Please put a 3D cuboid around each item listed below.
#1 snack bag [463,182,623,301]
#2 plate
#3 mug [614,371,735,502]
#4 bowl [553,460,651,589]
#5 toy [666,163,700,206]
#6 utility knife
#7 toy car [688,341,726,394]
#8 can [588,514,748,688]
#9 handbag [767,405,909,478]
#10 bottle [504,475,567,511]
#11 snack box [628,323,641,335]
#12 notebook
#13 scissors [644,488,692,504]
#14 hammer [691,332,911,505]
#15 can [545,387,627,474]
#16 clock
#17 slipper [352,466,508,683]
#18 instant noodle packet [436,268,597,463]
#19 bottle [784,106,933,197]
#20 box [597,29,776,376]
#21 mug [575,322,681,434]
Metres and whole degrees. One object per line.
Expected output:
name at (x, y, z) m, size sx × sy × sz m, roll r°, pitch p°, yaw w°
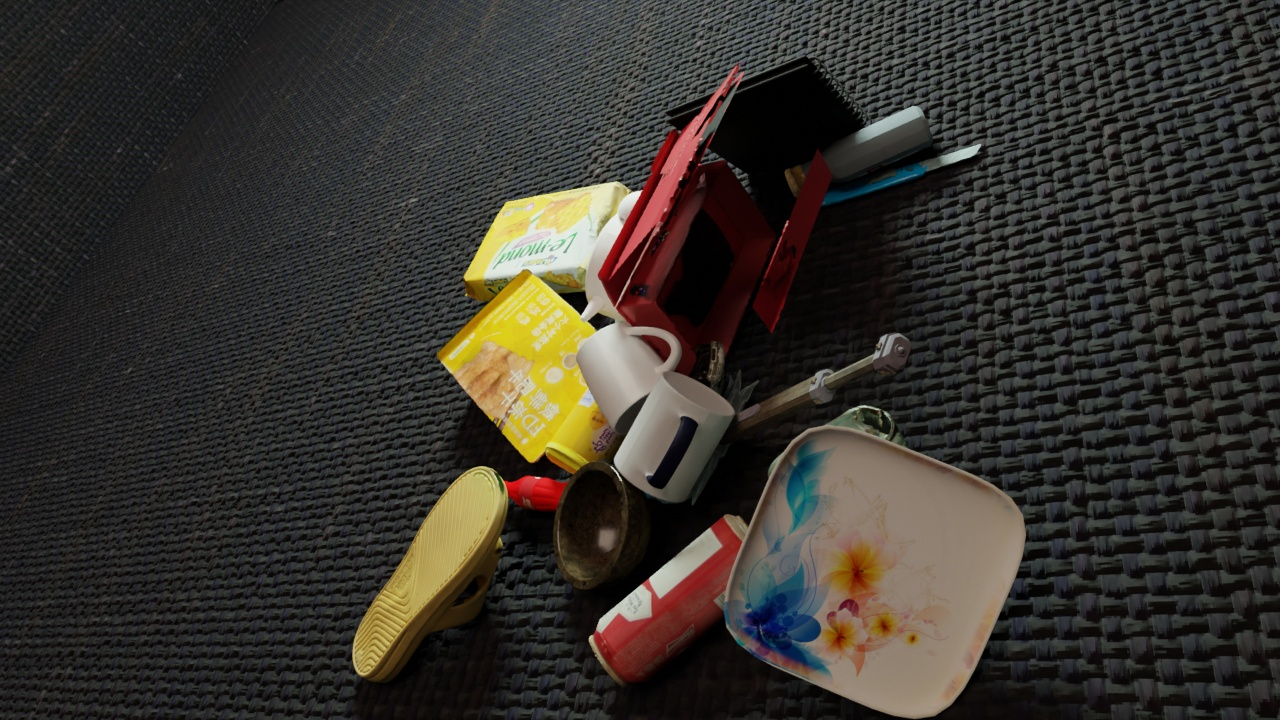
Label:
snack bag at (-0.125, -0.155, 1.252) m, size 0.248 × 0.068 × 0.159 m, roll -2°, pitch 54°, yaw 36°
plate at (0.168, 0.153, 0.673) m, size 0.187 × 0.016 × 0.187 m, roll 22°, pitch 95°, yaw 6°
mug at (0.030, 0.075, 0.847) m, size 0.097 × 0.078 × 0.111 m, roll -61°, pitch 3°, yaw 15°
bowl at (-0.028, 0.161, 0.887) m, size 0.121 × 0.056 × 0.121 m, roll -24°, pitch 59°, yaw 47°
toy at (0.060, -0.183, 1.143) m, size 0.124 × 0.097 × 0.131 m, roll -20°, pitch 25°, yaw 14°
utility knife at (0.276, -0.205, 1.032) m, size 0.210 × 0.015 × 0.031 m, roll -14°, pitch 46°, yaw 26°
toy car at (0.064, 0.025, 0.934) m, size 0.040 × 0.113 × 0.048 m, roll 13°, pitch 55°, yaw -9°
can at (0.037, 0.208, 0.796) m, size 0.170 × 0.067 × 0.067 m, roll -40°, pitch 40°, yaw 0°
handbag at (0.176, 0.107, 0.739) m, size 0.106 × 0.122 × 0.067 m, roll -37°, pitch 40°, yaw 3°
bottle at (-0.111, 0.144, 0.992) m, size 0.119 × 0.036 × 0.036 m, roll 1°, pitch 54°, yaw 39°
snack box at (0.037, -0.062, 1.032) m, size 0.026 × 0.082 × 0.149 m, roll 2°, pitch 55°, yaw 39°
notebook at (0.154, -0.272, 1.040) m, size 0.169 × 0.231 × 0.019 m, roll -15°, pitch 79°, yaw 27°
scissors at (-0.006, 0.129, 0.947) m, size 0.141 × 0.014 × 0.090 m, roll -28°, pitch 43°, yaw 17°
hammer at (0.127, 0.039, 0.781) m, size 0.146 × 0.028 × 0.318 m, roll -64°, pitch 10°, yaw -24°
can at (-0.048, 0.074, 0.983) m, size 0.068 × 0.067 × 0.105 m, roll 15°, pitch 64°, yaw 44°
clock at (-0.001, -0.107, 1.057) m, size 0.073 × 0.125 × 0.161 m, roll 22°, pitch 93°, yaw 21°
slipper at (-0.203, 0.233, 0.957) m, size 0.264 × 0.078 × 0.099 m, roll -52°, pitch 38°, yaw 12°
instant noodle packet at (-0.124, 0.010, 1.104) m, size 0.163 × 0.084 × 0.221 m, roll -44°, pitch 46°, yaw -5°
bottle at (0.245, -0.233, 1.041) m, size 0.161 × 0.046 × 0.072 m, roll -22°, pitch 13°, yaw 17°
box at (0.041, -0.148, 0.937) m, size 0.124 × 0.316 × 0.210 m, roll 14°, pitch 61°, yaw 22°
mug at (-0.005, 0.005, 0.919) m, size 0.114 × 0.080 × 0.087 m, roll -49°, pitch 63°, yaw 31°
